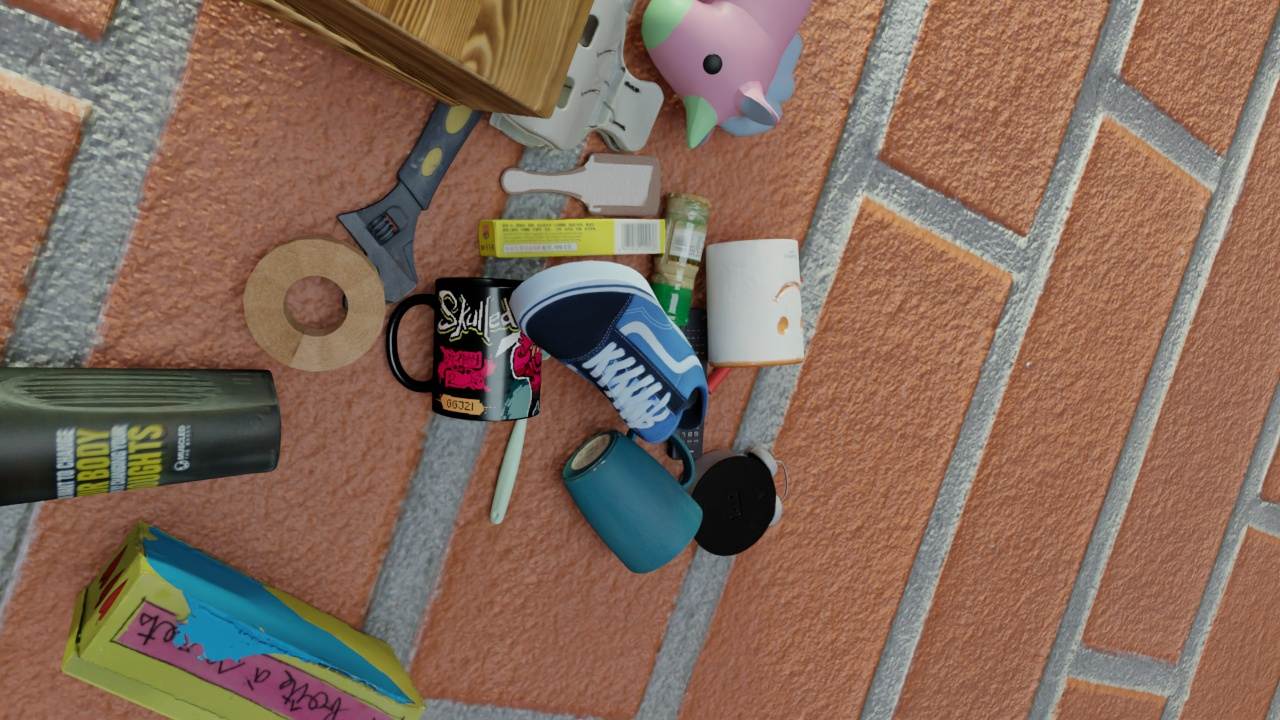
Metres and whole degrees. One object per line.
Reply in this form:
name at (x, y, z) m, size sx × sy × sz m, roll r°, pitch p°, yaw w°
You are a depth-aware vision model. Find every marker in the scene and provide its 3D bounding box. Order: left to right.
marker at (0.105, -0.025, 0.848) m, size 0.142 × 0.013 × 0.013 m, roll -49°, pitch 117°, yaw -11°

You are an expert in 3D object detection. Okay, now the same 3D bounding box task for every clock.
clock at (0.087, 0.128, 0.856) m, size 0.122 × 0.035 × 0.094 m, roll -16°, pitch 107°, yaw -25°

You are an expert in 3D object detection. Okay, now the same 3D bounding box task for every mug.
mug at (-0.133, -0.012, 0.695) m, size 0.118 × 0.081 × 0.098 m, roll 4°, pitch 99°, yaw -1°
mug at (-0.003, 0.105, 0.781) m, size 0.104 × 0.085 × 0.112 m, roll 49°, pitch 63°, yaw -17°
mug at (0.098, -0.049, 0.793) m, size 0.082 × 0.082 × 0.105 m, roll -4°, pitch 93°, yaw -27°

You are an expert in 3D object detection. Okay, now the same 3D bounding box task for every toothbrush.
toothbrush at (-0.101, 0.060, 0.754) m, size 0.022 × 0.015 × 0.155 m, roll 15°, pitch 93°, yaw 5°

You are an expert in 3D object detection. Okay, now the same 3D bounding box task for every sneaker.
sneaker at (-0.004, 0.004, 0.686) m, size 0.083 × 0.098 × 0.241 m, roll -31°, pitch 154°, yaw 15°

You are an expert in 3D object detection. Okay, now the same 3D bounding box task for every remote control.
remote control at (0.043, 0.021, 0.823) m, size 0.032 × 0.015 × 0.136 m, roll 0°, pitch 97°, yaw -28°

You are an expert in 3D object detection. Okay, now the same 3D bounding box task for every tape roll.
tape roll at (-0.229, -0.041, 0.649) m, size 0.094 × 0.027 × 0.094 m, roll -4°, pitch 105°, yaw -15°

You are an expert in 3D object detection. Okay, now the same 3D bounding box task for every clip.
clip at (-0.054, -0.219, 0.708) m, size 0.152 × 0.101 × 0.126 m, roll 23°, pitch 91°, yaw -61°

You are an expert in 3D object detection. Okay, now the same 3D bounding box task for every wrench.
wrench at (-0.151, -0.156, 0.682) m, size 0.073 × 0.022 × 0.273 m, roll 31°, pitch 85°, yaw -28°

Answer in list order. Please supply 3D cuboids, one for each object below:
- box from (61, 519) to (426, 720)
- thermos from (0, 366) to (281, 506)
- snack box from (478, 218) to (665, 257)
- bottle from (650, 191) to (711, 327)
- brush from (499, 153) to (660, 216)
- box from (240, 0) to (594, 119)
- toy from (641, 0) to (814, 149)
box at (-0.270, 0.205, 0.634) m, size 0.221 × 0.124 × 0.079 m, roll 38°, pitch 79°, yaw -30°
thermos at (-0.349, 0.043, 0.580) m, size 0.220 × 0.098 × 0.098 m, roll -2°, pitch 101°, yaw -31°
snack box at (-0.052, -0.099, 0.735) m, size 0.147 × 0.040 × 0.029 m, roll -5°, pitch 101°, yaw -27°
bottle at (0.031, -0.086, 0.781) m, size 0.043 × 0.043 × 0.111 m, roll 10°, pitch 93°, yaw -29°
brush at (-0.048, -0.144, 0.746) m, size 0.135 × 0.015 × 0.050 m, roll -2°, pitch 101°, yaw -22°
box at (-0.129, -0.321, 0.546) m, size 0.251 × 0.192 × 0.279 m, roll 21°, pitch 89°, yaw -44°
toy at (0.093, -0.281, 0.743) m, size 0.221 × 0.120 × 0.171 m, roll -36°, pitch 109°, yaw -22°
